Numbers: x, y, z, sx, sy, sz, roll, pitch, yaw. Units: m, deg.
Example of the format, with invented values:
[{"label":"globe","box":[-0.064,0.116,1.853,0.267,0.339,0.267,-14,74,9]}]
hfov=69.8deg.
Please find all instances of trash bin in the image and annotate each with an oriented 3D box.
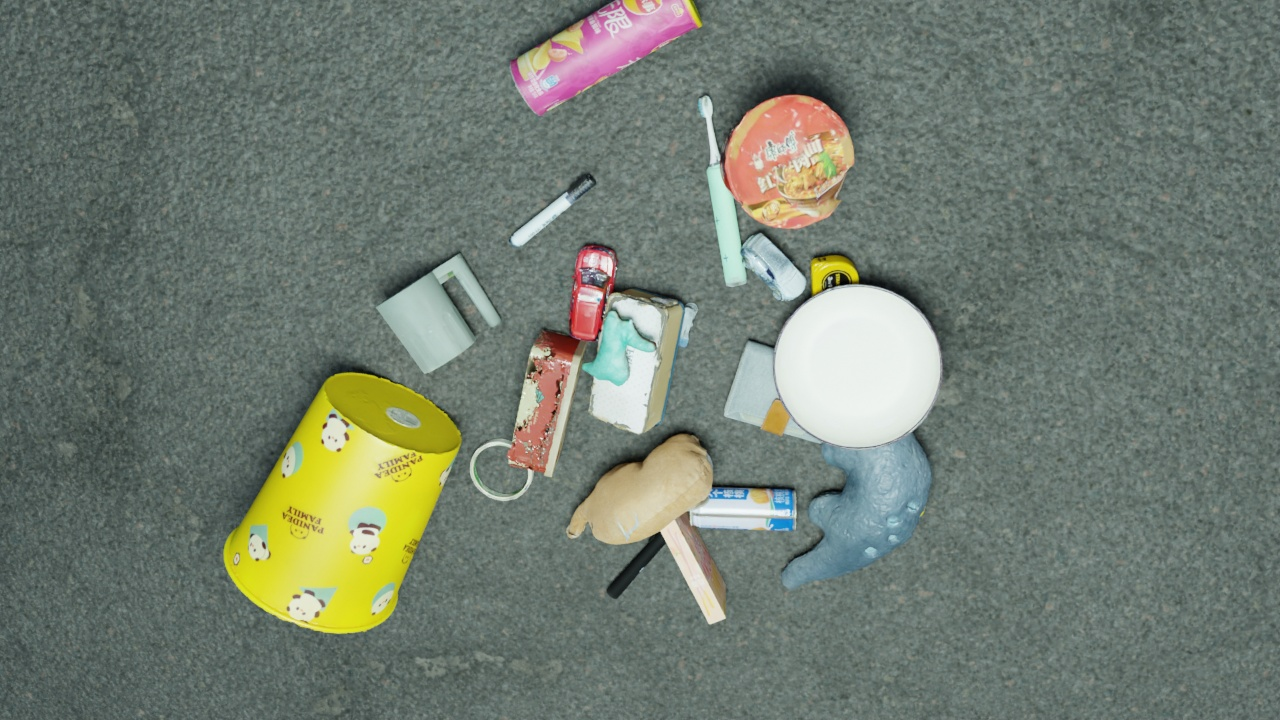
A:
[{"label":"trash bin","box":[-0.365,0.169,1.165,0.229,0.229,0.255,29,103,-2]}]

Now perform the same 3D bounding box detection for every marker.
[{"label":"marker","box":[-0.002,0.273,1.244,0.022,0.020,0.132,36,109,-6]},{"label":"marker","box":[-0.108,-0.181,1.112,0.131,0.022,0.018,-36,56,16]}]

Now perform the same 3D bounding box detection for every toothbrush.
[{"label":"toothbrush","box":[0.094,-0.195,1.075,0.026,0.027,0.224,-19,108,-24]}]

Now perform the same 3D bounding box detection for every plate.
[{"label":"plate","box":[0.253,0.007,1.073,0.193,0.039,0.192,1,94,19]}]

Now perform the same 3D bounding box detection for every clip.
[{"label":"clip","box":[0.054,-0.043,1.134,0.024,0.029,0.057,23,116,5]}]

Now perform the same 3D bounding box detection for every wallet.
[{"label":"wallet","box":[0.178,0.043,1.135,0.130,0.037,0.107,17,109,3]}]

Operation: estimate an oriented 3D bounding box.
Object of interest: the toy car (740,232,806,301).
[{"label":"toy car","box":[0.159,-0.110,1.082,0.090,0.034,0.042,46,72,-9]}]

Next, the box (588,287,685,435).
[{"label":"box","box":[-0.007,0.007,1.129,0.090,0.059,0.184,20,113,20]}]

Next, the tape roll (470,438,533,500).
[{"label":"tape roll","box":[-0.186,0.147,1.233,0.086,0.013,0.086,2,108,7]}]

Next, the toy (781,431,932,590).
[{"label":"toy","box":[0.284,0.158,1.137,0.138,0.091,0.357,26,111,28]}]

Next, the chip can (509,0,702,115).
[{"label":"chip can","box":[-0.040,-0.352,1.019,0.211,0.071,0.071,-25,103,15]}]

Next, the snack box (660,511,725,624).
[{"label":"snack box","box":[0.068,0.255,1.195,0.026,0.084,0.157,-25,103,11]}]

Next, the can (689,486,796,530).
[{"label":"can","box":[0.132,0.190,1.180,0.135,0.053,0.053,1,108,8]}]

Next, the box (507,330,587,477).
[{"label":"box","box":[-0.125,0.052,1.152,0.077,0.091,0.168,14,109,0]}]

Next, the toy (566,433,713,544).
[{"label":"toy","box":[-0.012,0.174,1.150,0.226,0.143,0.082,-29,106,16]}]

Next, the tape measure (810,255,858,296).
[{"label":"tape measure","box":[0.228,-0.097,1.086,0.057,0.028,0.060,-5,124,6]}]

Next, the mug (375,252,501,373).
[{"label":"mug","box":[-0.250,-0.058,1.148,0.124,0.084,0.103,-34,102,-9]}]

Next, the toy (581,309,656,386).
[{"label":"toy","box":[-0.025,-0.012,1.080,0.096,0.030,0.092,22,114,28]}]

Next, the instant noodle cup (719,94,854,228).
[{"label":"instant noodle cup","box":[0.148,-0.218,1.005,0.138,0.108,0.138,-2,103,-7]}]

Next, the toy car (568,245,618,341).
[{"label":"toy car","box":[-0.059,-0.080,1.125,0.053,0.045,0.121,9,107,3]}]
